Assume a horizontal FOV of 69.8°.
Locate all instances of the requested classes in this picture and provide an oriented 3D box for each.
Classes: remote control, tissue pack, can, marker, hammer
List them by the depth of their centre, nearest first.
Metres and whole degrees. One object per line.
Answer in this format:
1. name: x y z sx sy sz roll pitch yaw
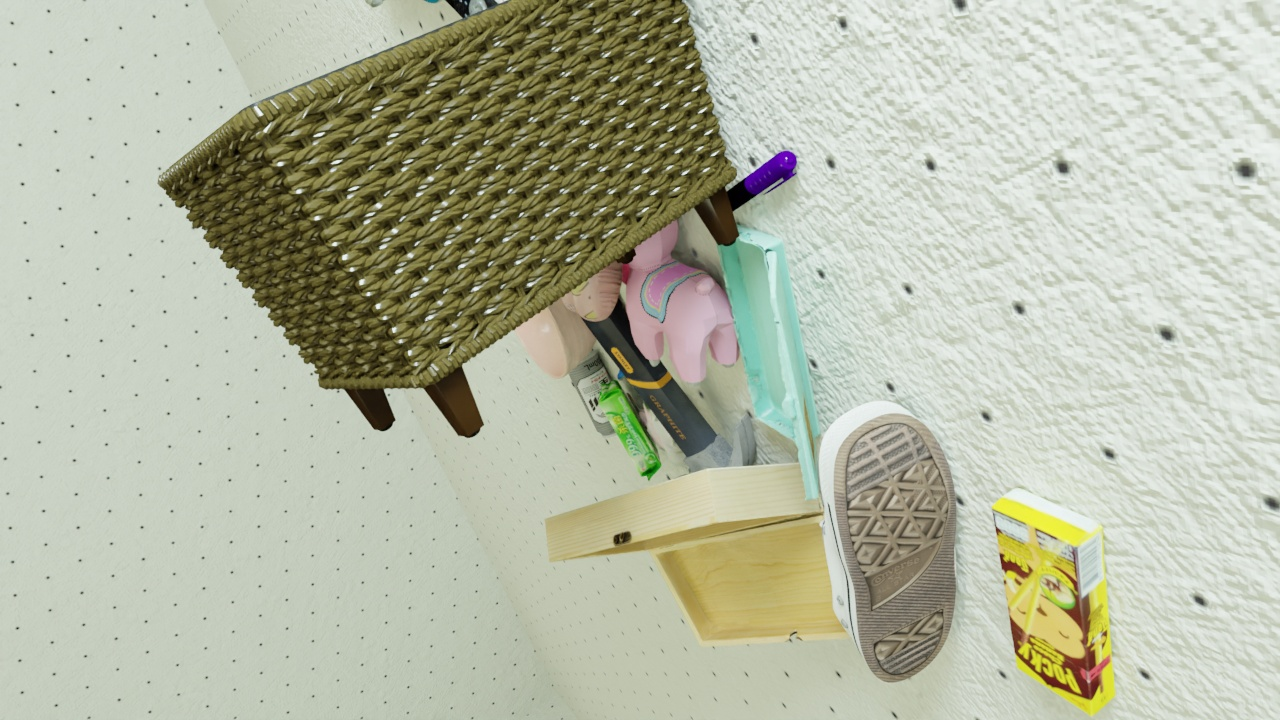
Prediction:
1. marker: 0.076 -0.121 0.662 0.018 0.015 0.134 63 159 -1
2. remote control: -0.154 -0.340 0.886 0.140 0.021 0.046 50 150 27
3. hammer: -0.005 0.005 0.890 0.312 0.035 0.140 52 137 -5
4. tissue pack: -0.012 0.077 1.055 0.114 0.034 0.099 60 -179 -5
5. can: -0.053 0.041 1.132 0.106 0.044 0.044 65 159 -13

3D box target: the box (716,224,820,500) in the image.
1. box: 0.107 -0.002 0.704 0.138 0.055 0.187 -122 12 -57

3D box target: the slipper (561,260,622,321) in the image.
1. slipper: -0.068 -0.130 0.804 0.093 0.082 0.197 -24 -71 -75

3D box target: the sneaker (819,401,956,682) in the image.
1. sneaker: 0.173 0.125 0.690 0.097 0.091 0.246 -125 14 -57

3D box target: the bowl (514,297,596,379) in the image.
1. bowl: -0.096 -0.061 1.050 0.153 0.076 0.153 47 154 30

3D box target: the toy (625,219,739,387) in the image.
1. toy: 0.026 -0.065 0.785 0.123 0.067 0.158 28 139 52

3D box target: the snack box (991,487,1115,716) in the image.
1. snack box: 0.265 0.155 0.586 0.061 0.025 0.149 28 143 55

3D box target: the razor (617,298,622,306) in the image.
1. razor: -0.050 -0.098 0.974 0.144 0.021 0.044 64 177 -8

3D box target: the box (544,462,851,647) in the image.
1. box: 0.071 0.178 0.860 0.252 0.118 0.248 41 143 -20

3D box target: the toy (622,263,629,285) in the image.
1. toy: -0.026 -0.098 0.887 0.102 0.050 0.066 42 149 28

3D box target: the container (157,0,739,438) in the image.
1. container: -0.095 -0.108 0.609 0.177 0.320 0.205 -2 119 51

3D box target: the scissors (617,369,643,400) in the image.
1. scissors: -0.008 0.002 1.027 0.127 0.013 0.126 60 158 8

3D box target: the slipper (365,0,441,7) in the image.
1. slipper: -0.267 -0.429 0.953 0.295 0.060 0.118 32 132 57

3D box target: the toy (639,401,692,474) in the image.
1. toy: 0.032 0.076 0.993 0.096 0.041 0.109 62 164 -12
